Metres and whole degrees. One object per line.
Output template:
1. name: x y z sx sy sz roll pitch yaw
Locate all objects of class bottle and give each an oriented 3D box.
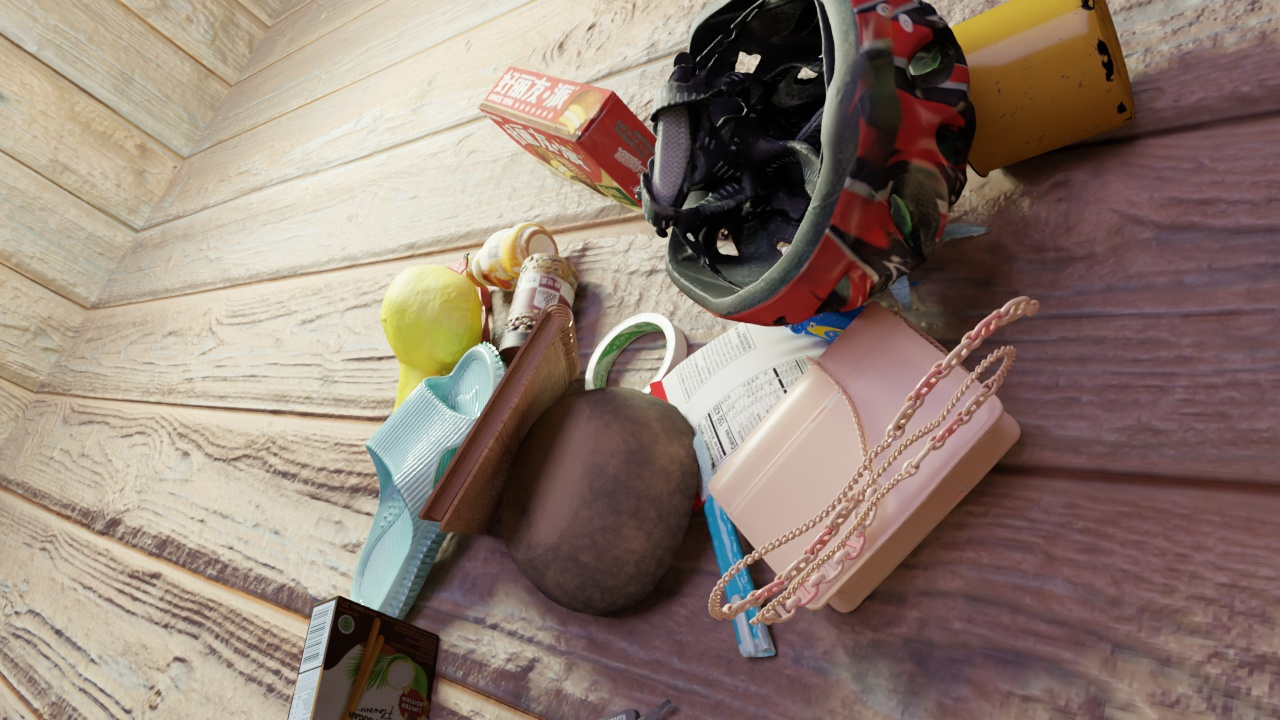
1. bottle: -0.093 -0.041 0.844 0.056 0.056 0.105 -17 50 37
2. bottle: -0.133 -0.100 0.929 0.109 0.063 0.063 -10 54 44

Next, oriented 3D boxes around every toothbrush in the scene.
1. toothbrush: -0.157 -0.013 0.922 0.016 0.015 0.184 -38 41 22
2. toothbrush: -0.069 0.263 0.616 0.168 0.013 0.012 -29 43 23

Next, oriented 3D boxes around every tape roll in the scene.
1. tape roll: -0.004 0.004 0.749 0.094 0.018 0.093 -26 45 29

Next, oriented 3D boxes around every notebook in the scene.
1. notebook: -0.096 0.051 0.693 0.169 0.022 0.210 -60 -4 -11

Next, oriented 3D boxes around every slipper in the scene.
1. slipper: -0.195 0.108 0.792 0.116 0.069 0.276 28 92 49

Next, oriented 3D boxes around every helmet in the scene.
1. helmet: 0.099 -0.128 0.556 0.272 0.167 0.217 -146 61 -74

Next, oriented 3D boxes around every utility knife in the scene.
1. utility knife: 0.055 0.111 0.575 0.022 0.015 0.148 -29 61 31

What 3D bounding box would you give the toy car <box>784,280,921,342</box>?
1. toy car: 0.135 -0.040 0.596 0.092 0.062 0.033 22 49 30

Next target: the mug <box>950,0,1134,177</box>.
1. mug: 0.250 -0.187 0.581 0.094 0.100 0.123 -16 36 34

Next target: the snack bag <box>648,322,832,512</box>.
1. snack bag: 0.077 0.020 0.634 0.144 0.039 0.130 -33 40 13

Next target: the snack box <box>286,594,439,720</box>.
1. snack box: -0.208 0.279 0.670 0.032 0.101 0.185 -26 45 29

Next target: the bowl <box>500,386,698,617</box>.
1. bowl: -0.038 0.092 0.643 0.163 0.070 0.162 -37 40 39

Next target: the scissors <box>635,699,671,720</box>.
1. scissors: -0.040 0.272 0.578 0.160 0.014 0.120 -9 67 30

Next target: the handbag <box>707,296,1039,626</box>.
1. handbag: 0.100 0.029 0.483 0.199 0.187 0.116 -49 55 10

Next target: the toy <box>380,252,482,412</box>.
1. toy: -0.211 -0.009 0.908 0.134 0.092 0.207 -5 82 58

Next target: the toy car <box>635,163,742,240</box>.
1. toy car: 0.041 -0.138 0.778 0.092 0.037 0.040 27 78 18

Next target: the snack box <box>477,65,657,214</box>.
1. snack box: -0.064 -0.222 0.911 0.060 0.113 0.236 -53 38 -2

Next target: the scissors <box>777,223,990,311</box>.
1. scissors: 0.154 -0.087 0.656 0.175 0.013 0.170 -23 45 20
